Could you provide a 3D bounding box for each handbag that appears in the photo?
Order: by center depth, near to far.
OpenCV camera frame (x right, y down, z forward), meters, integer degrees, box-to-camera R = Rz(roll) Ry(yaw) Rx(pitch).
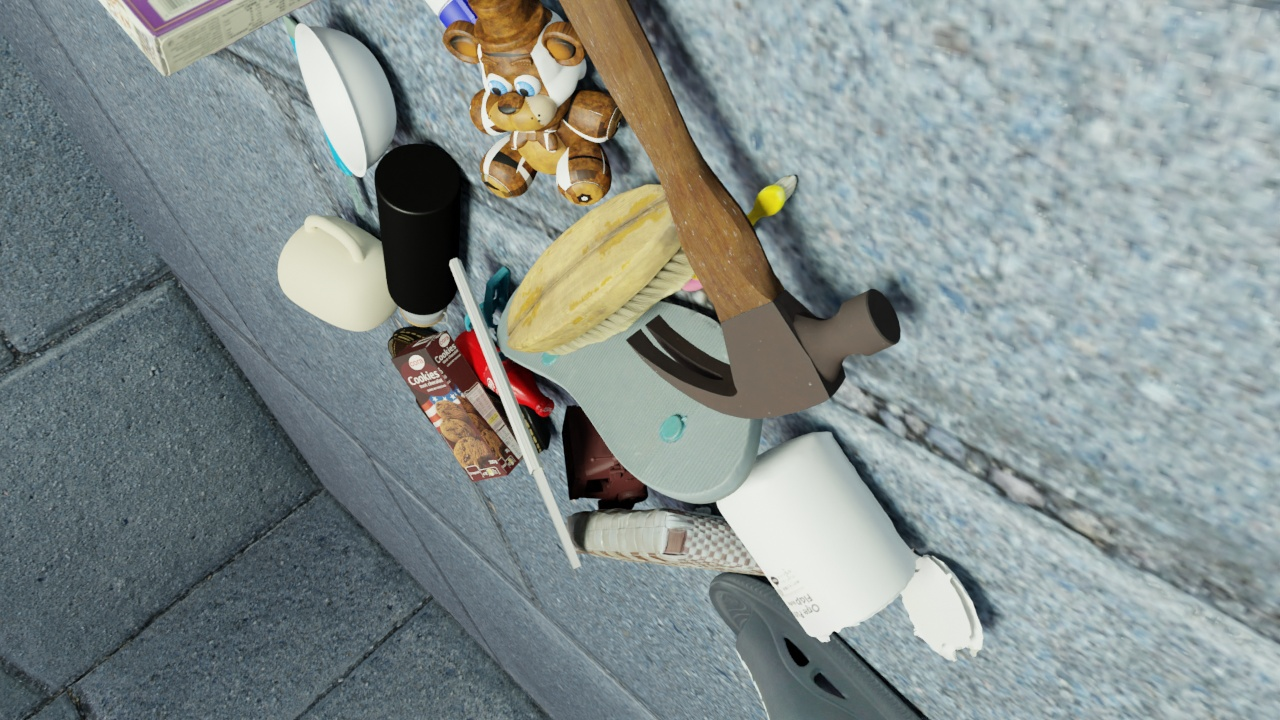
[{"bbox_3d":[0.033,0.128,0.666,0.124,0.047,0.186,12,166,-22],"label":"handbag"}]

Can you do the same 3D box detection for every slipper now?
[{"bbox_3d":[-0.003,0.003,0.578,0.054,0.098,0.269,29,-176,-41],"label":"slipper"},{"bbox_3d":[0.144,0.278,0.712,0.268,0.083,0.111,38,156,22],"label":"slipper"},{"bbox_3d":[-0.192,0.038,0.945,0.268,0.075,0.113,25,146,43],"label":"slipper"}]

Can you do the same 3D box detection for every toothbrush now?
[{"bbox_3d":[0.045,-0.061,0.466,0.021,0.016,0.136,48,158,-1],"label":"toothbrush"}]

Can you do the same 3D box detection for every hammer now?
[{"bbox_3d":[-0.003,-0.120,0.397,0.116,0.033,0.323,-21,102,38],"label":"hammer"}]

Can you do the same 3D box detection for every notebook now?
[{"bbox_3d":[-0.095,0.038,0.695,0.143,0.009,0.209,78,167,-52],"label":"notebook"}]

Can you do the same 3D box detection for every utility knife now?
[{"bbox_3d":[-0.269,-0.202,0.798,0.031,0.015,0.206,38,150,27],"label":"utility knife"}]

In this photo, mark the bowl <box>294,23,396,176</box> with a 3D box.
[{"bbox_3d":[-0.206,-0.193,0.664,0.110,0.040,0.110,45,151,34],"label":"bowl"}]

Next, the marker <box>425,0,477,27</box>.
[{"bbox_3d":[-0.124,-0.227,0.503,0.027,0.023,0.133,-31,99,44],"label":"marker"}]

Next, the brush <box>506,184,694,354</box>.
[{"bbox_3d":[-0.024,-0.046,0.523,0.196,0.043,0.059,-30,57,52],"label":"brush"}]

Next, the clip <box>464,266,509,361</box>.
[{"bbox_3d":[-0.106,-0.020,0.776,0.114,0.028,0.127,57,154,-13],"label":"clip"}]

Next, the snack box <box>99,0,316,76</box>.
[{"bbox_3d":[-0.269,-0.266,0.546,0.148,0.143,0.041,50,156,1],"label":"snack box"}]

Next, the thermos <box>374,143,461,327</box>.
[{"bbox_3d":[-0.182,-0.086,0.762,0.061,0.061,0.232,46,156,9],"label":"thermos"}]

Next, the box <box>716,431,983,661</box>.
[{"bbox_3d":[0.121,0.117,0.521,0.166,0.092,0.083,57,153,4],"label":"box"}]

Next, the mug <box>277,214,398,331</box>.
[{"bbox_3d":[-0.287,-0.088,0.901,0.100,0.096,0.120,29,146,18],"label":"mug"}]

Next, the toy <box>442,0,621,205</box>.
[{"bbox_3d":[-0.056,-0.137,0.467,0.087,0.067,0.113,9,153,21],"label":"toy"}]

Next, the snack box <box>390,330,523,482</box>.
[{"bbox_3d":[-0.167,0.044,0.847,0.051,0.031,0.141,-14,113,38],"label":"snack box"}]

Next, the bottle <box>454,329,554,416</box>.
[{"bbox_3d":[-0.124,0.014,0.839,0.119,0.036,0.036,35,153,29],"label":"bottle"}]

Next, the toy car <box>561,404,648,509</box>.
[{"bbox_3d":[-0.022,0.061,0.674,0.170,0.062,0.070,109,155,-63],"label":"toy car"}]
